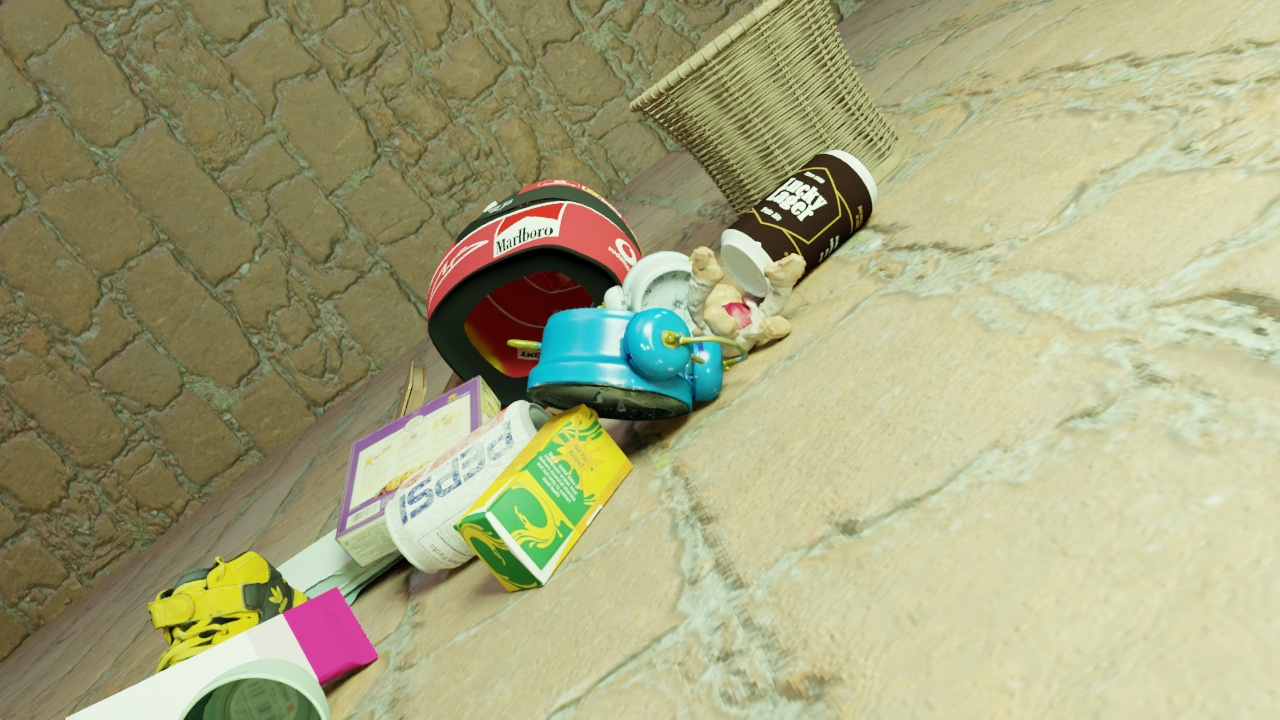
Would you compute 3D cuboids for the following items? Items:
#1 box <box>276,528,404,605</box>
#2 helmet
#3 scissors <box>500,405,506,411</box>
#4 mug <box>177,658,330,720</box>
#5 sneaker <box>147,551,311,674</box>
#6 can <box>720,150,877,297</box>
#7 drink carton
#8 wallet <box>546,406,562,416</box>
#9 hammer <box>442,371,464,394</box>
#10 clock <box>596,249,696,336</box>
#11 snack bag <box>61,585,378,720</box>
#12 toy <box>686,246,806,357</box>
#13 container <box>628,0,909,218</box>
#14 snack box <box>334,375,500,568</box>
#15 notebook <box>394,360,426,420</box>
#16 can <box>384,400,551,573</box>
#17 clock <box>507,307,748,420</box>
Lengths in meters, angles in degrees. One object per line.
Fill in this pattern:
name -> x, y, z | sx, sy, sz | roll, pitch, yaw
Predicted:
box -> -0.247, 0.170, 0.832 | 0.199, 0.070, 0.085 | -35, 0, -6
helmet -> -0.102, -0.083, 0.988 | 0.272, 0.197, 0.224 | -30, 23, 29
scissors -> -0.198, 0.098, 1.019 | 0.226, 0.016, 0.225 | -34, 13, 14
mug -> -0.234, 0.235, 0.548 | 0.104, 0.084, 0.111 | 154, 136, -71
sneaker -> -0.318, 0.227, 0.674 | 0.086, 0.122, 0.238 | -36, 13, 12
can -> 0.132, -0.114, 0.770 | 0.128, 0.072, 0.072 | -41, 14, -14
drink carton -> -0.060, 0.088, 0.614 | 0.041, 0.058, 0.122 | -23, 19, 46
wallet -> -0.070, 0.024, 0.839 | 0.087, 0.013, 0.121 | -86, 21, -72
hammer -> -0.207, 0.027, 1.053 | 0.033, 0.132, 0.329 | -20, 26, 13
clock -> 0.015, -0.046, 0.825 | 0.117, 0.083, 0.057 | -36, 20, 1
snack bag -> -0.282, 0.223, 0.617 | 0.196, 0.070, 0.016 | -24, -38, -32
toy -> 0.075, -0.039, 0.701 | 0.085, 0.074, 0.106 | -7, -14, -10
container -> 0.136, -0.245, 0.928 | 0.227, 0.196, 0.226 | -35, 14, 10
snack box -> -0.193, 0.094, 0.816 | 0.143, 0.040, 0.148 | -28, 30, 6
notebook -> -0.269, 0.094, 1.019 | 0.210, 0.022, 0.169 | -153, 79, -75
can -> -0.119, 0.096, 0.694 | 0.136, 0.078, 0.078 | -35, 14, 9
clock -> -0.004, 0.004, 0.645 | 0.162, 0.116, 0.060 | -4, 72, 27
